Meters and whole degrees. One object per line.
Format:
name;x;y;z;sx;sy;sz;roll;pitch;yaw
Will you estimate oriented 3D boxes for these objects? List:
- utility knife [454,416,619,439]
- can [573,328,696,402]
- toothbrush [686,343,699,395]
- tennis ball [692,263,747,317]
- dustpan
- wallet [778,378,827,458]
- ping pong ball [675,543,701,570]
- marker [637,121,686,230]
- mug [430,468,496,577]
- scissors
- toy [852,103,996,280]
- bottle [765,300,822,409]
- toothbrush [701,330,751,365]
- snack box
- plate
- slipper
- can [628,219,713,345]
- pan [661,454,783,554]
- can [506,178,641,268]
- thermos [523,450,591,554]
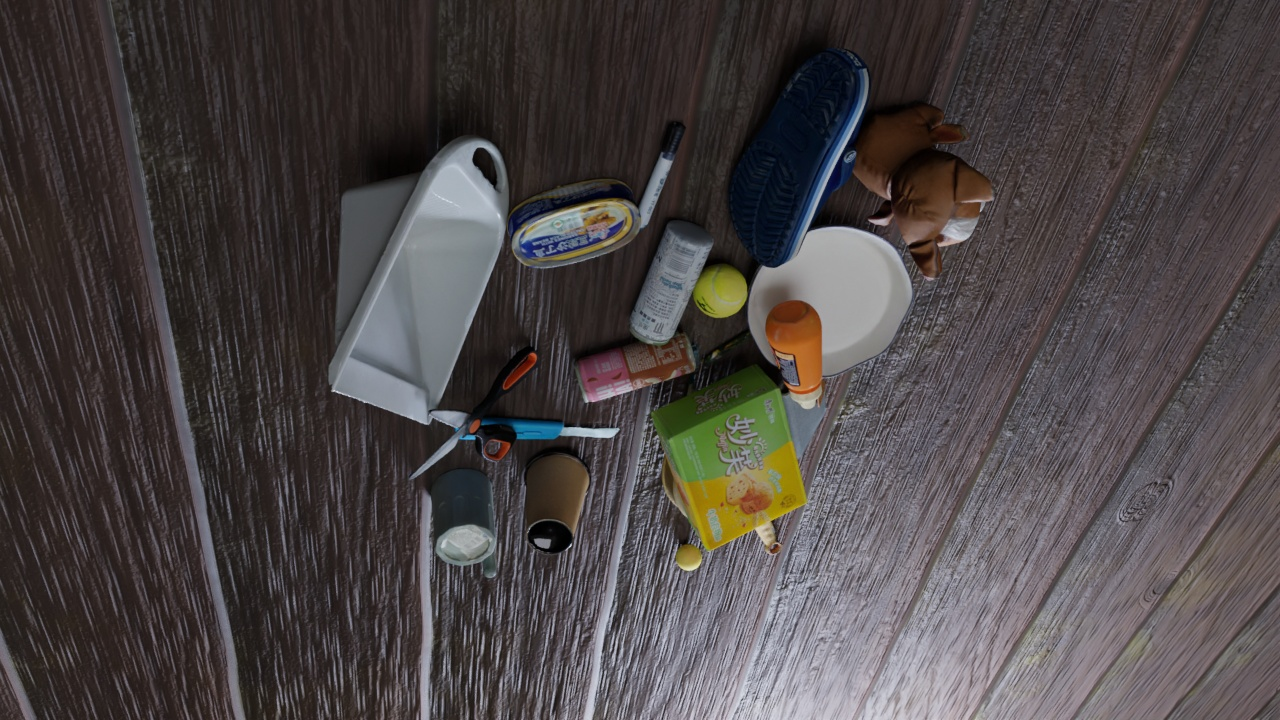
utility knife;-0.136;0.092;1.215;0.223;0.018;0.034;3;126;-18
can;-0.007;0.007;1.155;0.147;0.057;0.058;-17;129;-1
toothbrush;0.069;0.057;1.239;0.016;0.018;0.192;-7;128;-10
tennis ball;0.096;-0.084;1.105;0.065;0.065;0.066;-7;128;-9
dustpan;-0.200;-0.087;0.921;0.143;0.257;0.222;-9;167;8
wallet;0.222;0.055;1.233;0.037;0.106;0.130;15;142;31
ping pong ball;0.075;0.304;1.419;0.040;0.040;0.040;-7;128;-9
marker;0.018;-0.204;1.022;0.022;0.018;0.131;1;127;-34
mug;-0.229;0.223;1.238;0.084;0.103;0.124;-24;128;4
scissors;-0.191;0.066;1.095;0.232;0.022;0.221;-55;159;-19
toy;0.310;-0.189;0.994;0.130;0.199;0.140;6;126;-15
bottle;0.194;0.000;1.119;0.067;0.066;0.150;-18;126;0
toothbrush;0.160;-0.044;1.184;0.186;0.017;0.012;-32;119;10
snack box;0.119;0.130;1.203;0.157;0.070;0.210;-24;124;-8
plate;0.230;-0.077;1.138;0.205;0.045;0.205;-2;118;-3
slipper;0.180;-0.223;1.006;0.095;0.105;0.253;-16;141;-37
can;0.035;-0.091;1.089;0.058;0.058;0.147;9;125;-21
pan;0.155;0.194;1.344;0.197;0.078;0.357;-32;124;-2
can;-0.074;-0.152;1.019;0.148;0.049;0.075;-16;130;-3
thermos;-0.114;0.188;1.222;0.093;0.143;0.093;0;121;0
